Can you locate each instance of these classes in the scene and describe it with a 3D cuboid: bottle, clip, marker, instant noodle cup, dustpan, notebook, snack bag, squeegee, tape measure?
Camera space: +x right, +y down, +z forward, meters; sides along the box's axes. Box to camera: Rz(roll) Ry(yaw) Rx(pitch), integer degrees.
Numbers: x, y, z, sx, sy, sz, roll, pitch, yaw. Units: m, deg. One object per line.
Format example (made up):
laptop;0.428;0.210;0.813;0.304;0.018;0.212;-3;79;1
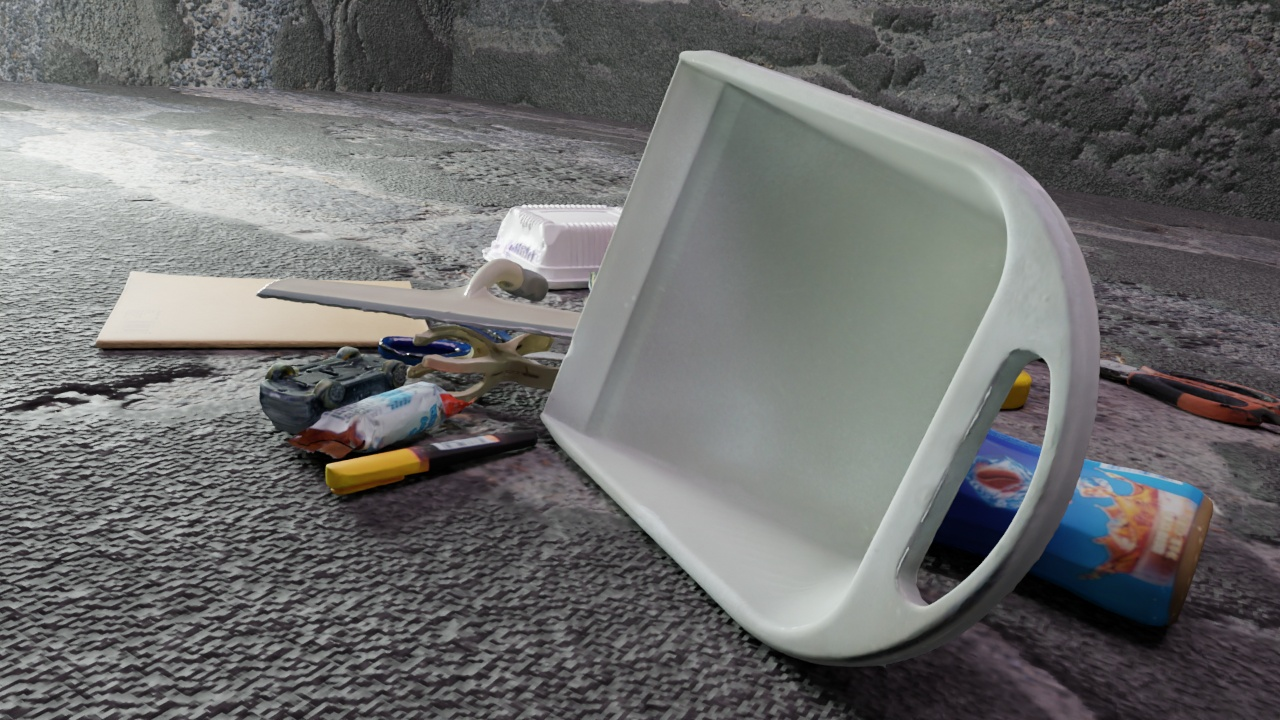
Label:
bottle;0.149;0.059;0.449;0.219;0.065;0.065;17;21;30
clip;-0.092;0.003;0.570;0.100;0.035;0.076;-3;40;-33
marker;-0.103;0.050;0.473;0.018;0.015;0.123;20;20;41
instant noodle cup;-0.056;-0.118;0.916;0.173;0.060;0.138;-7;23;-32
dustpan;0.053;-0.007;0.385;0.258;0.223;0.142;28;14;25
notebook;-0.269;-0.037;0.677;0.211;0.012;0.149;0;21;-20
snack bag;-0.136;0.031;0.494;0.045;0.026;0.105;12;18;30
squeegee;-0.097;-0.054;0.662;0.246;0.039;0.246;8;8;5
tape measure;0.258;0.013;0.679;0.057;0.029;0.060;1;20;-19

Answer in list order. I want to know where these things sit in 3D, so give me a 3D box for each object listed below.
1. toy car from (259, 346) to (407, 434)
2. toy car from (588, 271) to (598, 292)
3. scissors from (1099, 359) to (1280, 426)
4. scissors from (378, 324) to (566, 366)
toy car;-0.170;0.016;0.516;0.043;0.034;0.090;11;17;21
toy car;-0.007;-0.054;0.782;0.048;0.031;0.105;-3;22;-27
scissors;0.396;0.014;0.744;0.210;0.015;0.176;7;19;1
scissors;-0.097;-0.008;0.639;0.175;0.012;0.162;2;22;-26
